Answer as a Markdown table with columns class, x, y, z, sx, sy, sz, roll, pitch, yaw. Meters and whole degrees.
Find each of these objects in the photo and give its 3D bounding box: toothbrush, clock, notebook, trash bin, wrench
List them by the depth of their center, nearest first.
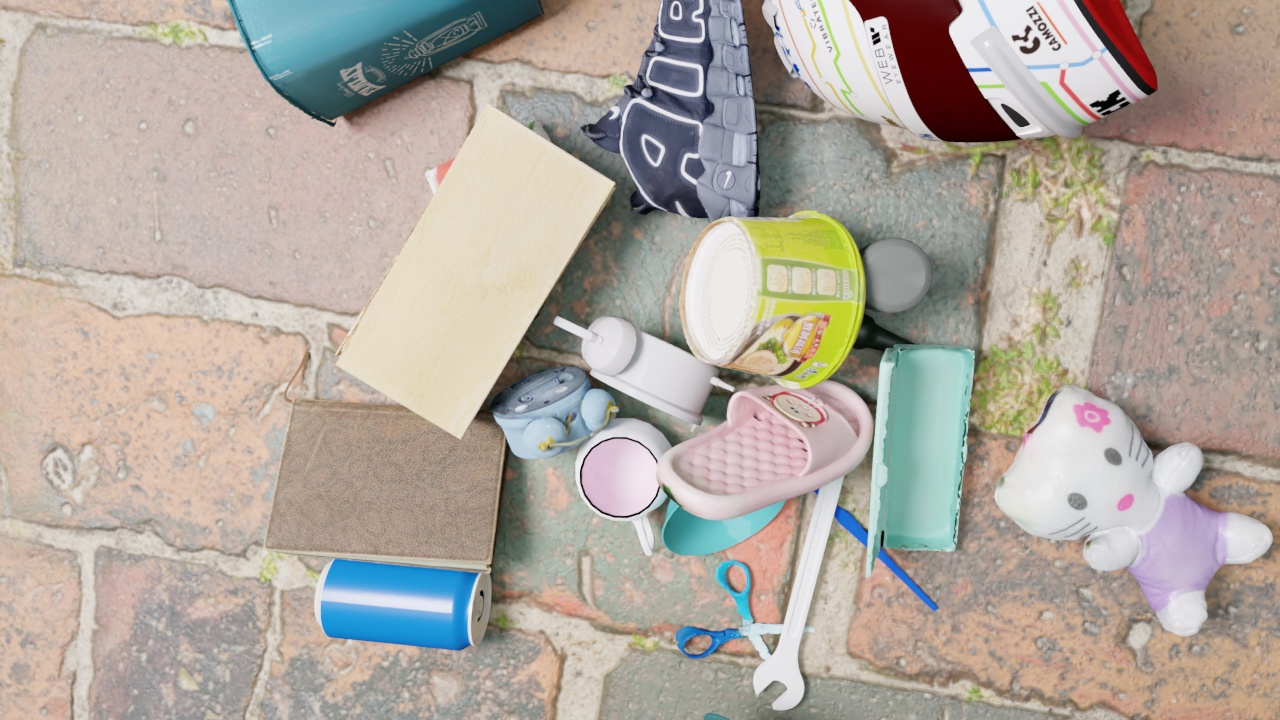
| class | x | y | z | sx | sy | sz | roll | pitch | yaw |
| --- | --- | --- | --- | --- | --- | --- | --- | --- | --- |
| trash bin | -0.211 | -0.334 | 0.753 | 0.218 | 0.196 | 0.199 | -20 | 93 | 1 |
| clock | -0.005 | 0.004 | 0.790 | 0.159 | 0.120 | 0.061 | 25 | 91 | -7 |
| clock | -0.074 | 0.048 | 0.791 | 0.088 | 0.125 | 0.052 | -29 | 114 | -27 |
| wrench | 0.152 | 0.189 | 0.828 | 0.047 | 0.009 | 0.273 | 12 | 99 | -2 |
| toothbrush | 0.201 | 0.160 | 0.829 | 0.186 | 0.011 | 0.016 | 45 | 98 | 1 |
| notebook | -0.229 | 0.092 | 0.845 | 0.215 | 0.034 | 0.190 | 3 | 72 | 6 |

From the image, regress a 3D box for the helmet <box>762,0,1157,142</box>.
| class | x | y | z | sx | sy | sz | roll | pitch | yaw |
| --- | --- | --- | --- | --- | --- | --- | --- | --- | --- |
| helmet | 0.209 | -0.289 | 0.682 | 0.237 | 0.230 | 0.314 | -19 | 88 | 39 |

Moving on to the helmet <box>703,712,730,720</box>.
| class | x | y | z | sx | sy | sz | roll | pitch | yaw |
| --- | --- | --- | --- | --- | --- | --- | --- | --- | --- |
| helmet | 0.105 | 0.437 | 0.765 | 0.200 | 0.176 | 0.275 | -42 | 113 | -8 |

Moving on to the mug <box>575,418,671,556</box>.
| class | x | y | z | sx | sy | sz | roll | pitch | yaw |
| --- | --- | --- | --- | --- | --- | --- | --- | --- | --- |
| mug | -0.008 | 0.112 | 0.816 | 0.090 | 0.076 | 0.124 | -18 | 92 | 7 |

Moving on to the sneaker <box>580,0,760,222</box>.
| class | x | y | z | sx | sy | sz | roll | pitch | yaw |
| --- | --- | --- | --- | --- | --- | --- | --- | --- | --- |
| sneaker | 0.019 | -0.233 | 0.779 | 0.151 | 0.097 | 0.252 | -6 | 99 | 9 |

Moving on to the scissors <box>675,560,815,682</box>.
| class | x | y | z | sx | sy | sz | roll | pitch | yaw |
| --- | --- | --- | --- | --- | --- | --- | --- | --- | --- |
| scissors | 0.091 | 0.250 | 0.851 | 0.127 | 0.014 | 0.127 | -34 | 96 | 5 |

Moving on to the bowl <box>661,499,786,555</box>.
| class | x | y | z | sx | sy | sz | roll | pitch | yaw |
| --- | --- | --- | --- | --- | --- | --- | --- | --- | --- |
| bowl | 0.066 | 0.118 | 0.811 | 0.121 | 0.121 | 0.046 | -34 | 51 | 8 |

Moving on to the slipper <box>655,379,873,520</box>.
| class | x | y | z | sx | sy | sz | roll | pitch | yaw |
| --- | --- | --- | --- | --- | --- | --- | --- | --- | --- |
| slipper | 0.107 | 0.066 | 0.744 | 0.107 | 0.221 | 0.056 | 35 | 133 | 36 |

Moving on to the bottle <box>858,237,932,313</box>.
| class | x | y | z | sx | sy | sz | roll | pitch | yaw |
| --- | --- | --- | --- | --- | --- | --- | --- | --- | --- |
| bottle | 0.203 | -0.070 | 0.761 | 0.060 | 0.108 | 0.060 | 0 | 94 | 6 |

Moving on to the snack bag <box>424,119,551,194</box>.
| class | x | y | z | sx | sy | sz | roll | pitch | yaw |
| --- | --- | --- | --- | --- | --- | --- | --- | --- | --- |
| snack bag | -0.127 | -0.158 | 0.828 | 0.116 | 0.036 | 0.077 | -24 | 92 | 8 |

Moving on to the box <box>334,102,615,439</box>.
| class | x | y | z | sx | sy | sz | roll | pitch | yaw |
| --- | --- | --- | --- | --- | --- | --- | --- | --- | --- |
| box | -0.137 | -0.074 | 0.770 | 0.128 | 0.092 | 0.249 | 31 | 96 | -16 |

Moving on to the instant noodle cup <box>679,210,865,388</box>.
| class | x | y | z | sx | sy | sz | roll | pitch | yaw |
| --- | --- | --- | --- | --- | --- | --- | --- | --- | --- |
| instant noodle cup | 0.100 | -0.051 | 0.740 | 0.097 | 0.146 | 0.146 | 3 | 96 | -26 |

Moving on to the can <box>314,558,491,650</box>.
| class | x | y | z | sx | sy | sz | roll | pitch | yaw |
| --- | --- | --- | --- | --- | --- | --- | --- | --- | --- |
| can | -0.218 | 0.221 | 0.847 | 0.146 | 0.079 | 0.079 | 4 | 95 | 6 |

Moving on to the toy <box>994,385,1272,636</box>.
| class | x | y | z | sx | sy | sz | roll | pitch | yaw |
| --- | --- | --- | --- | --- | --- | --- | --- | --- | --- |
| toy | 0.404 | 0.118 | 0.768 | 0.209 | 0.085 | 0.138 | 37 | 95 | 1 |

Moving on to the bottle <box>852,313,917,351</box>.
| class | x | y | z | sx | sy | sz | roll | pitch | yaw |
| --- | --- | --- | --- | --- | --- | --- | --- | --- | --- |
| bottle | 0.188 | -0.027 | 0.805 | 0.123 | 0.033 | 0.033 | 21 | 96 | 4 |

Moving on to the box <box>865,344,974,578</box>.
| class | x | y | z | sx | sy | sz | roll | pitch | yaw |
| --- | --- | --- | --- | --- | --- | --- | --- | --- | --- |
| box | 0.233 | 0.083 | 0.771 | 0.078 | 0.112 | 0.187 | 7 | 103 | 25 |
